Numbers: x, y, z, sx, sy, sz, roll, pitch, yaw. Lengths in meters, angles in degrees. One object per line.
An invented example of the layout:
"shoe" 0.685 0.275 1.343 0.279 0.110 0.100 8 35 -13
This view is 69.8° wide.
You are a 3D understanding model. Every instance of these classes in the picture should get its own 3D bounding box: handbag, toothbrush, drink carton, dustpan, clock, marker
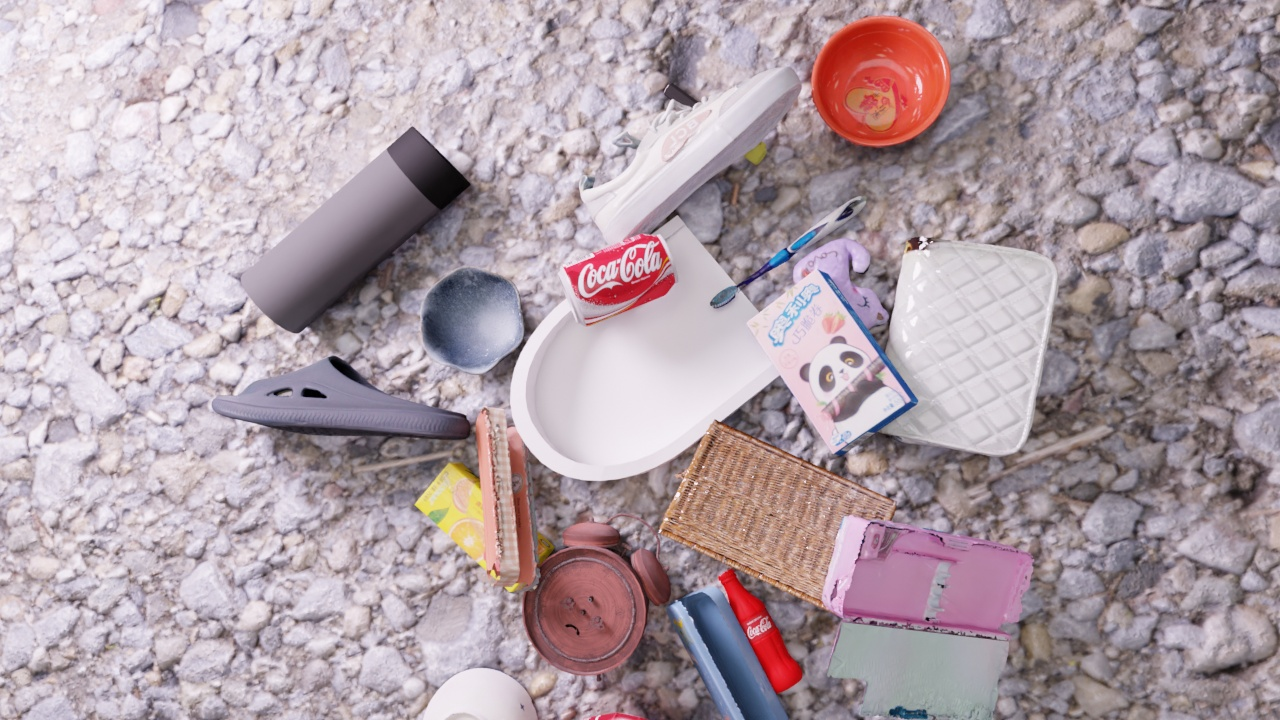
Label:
"handbag" 0.299 -0.011 0.851 0.139 0.072 0.195 12 87 19
"toothbrush" 0.147 -0.108 0.904 0.189 0.017 0.016 -35 81 -2
"drink carton" -0.155 0.166 0.921 0.134 0.043 0.058 40 91 10
"dustpan" -0.005 0.005 0.907 0.258 0.053 0.191 -39 80 4
"clock" -0.039 0.222 0.882 0.120 0.072 0.157 31 91 11
"marker" 0.076 -0.244 0.936 0.124 0.017 0.021 39 91 12

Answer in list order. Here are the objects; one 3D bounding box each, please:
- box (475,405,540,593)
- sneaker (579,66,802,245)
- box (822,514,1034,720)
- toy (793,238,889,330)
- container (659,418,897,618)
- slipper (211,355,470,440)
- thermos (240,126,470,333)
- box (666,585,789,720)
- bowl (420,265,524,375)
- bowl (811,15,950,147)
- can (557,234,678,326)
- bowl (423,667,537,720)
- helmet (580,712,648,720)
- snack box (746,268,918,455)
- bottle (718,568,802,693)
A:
"box" -0.127 0.136 0.888 0.056 0.063 0.187 -41 46 41
"sneaker" 0.040 -0.214 0.891 0.243 0.089 0.090 -38 82 17
"box" 0.243 0.225 0.786 0.230 0.035 0.159 16 88 -32
"toy" 0.198 -0.068 0.890 0.080 0.036 0.099 -33 79 6
"container" 0.124 0.145 0.842 0.198 0.114 0.112 24 83 9
"slipper" -0.302 0.035 0.927 0.268 0.110 0.083 4 82 6
"thermos" -0.294 -0.136 0.953 0.240 0.082 0.082 -40 80 3
"box" 0.083 0.317 0.852 0.068 0.058 0.210 -37 77 45
"bowl" -0.165 -0.039 0.936 0.110 0.055 0.110 -1 85 10
"bowl" 0.233 -0.266 0.898 0.130 0.045 0.130 -1 84 9
"can" -0.021 -0.079 0.883 0.104 0.064 0.064 -22 81 -5
"bowl" -0.162 0.363 0.893 0.113 0.063 0.113 -1 85 9
"helmet" -0.028 0.414 0.760 0.198 0.271 0.224 23 83 8
"snack box" 0.176 0.000 0.851 0.088 0.033 0.154 -39 68 20
"bottle" 0.110 0.254 0.872 0.036 0.036 0.119 -31 80 5
